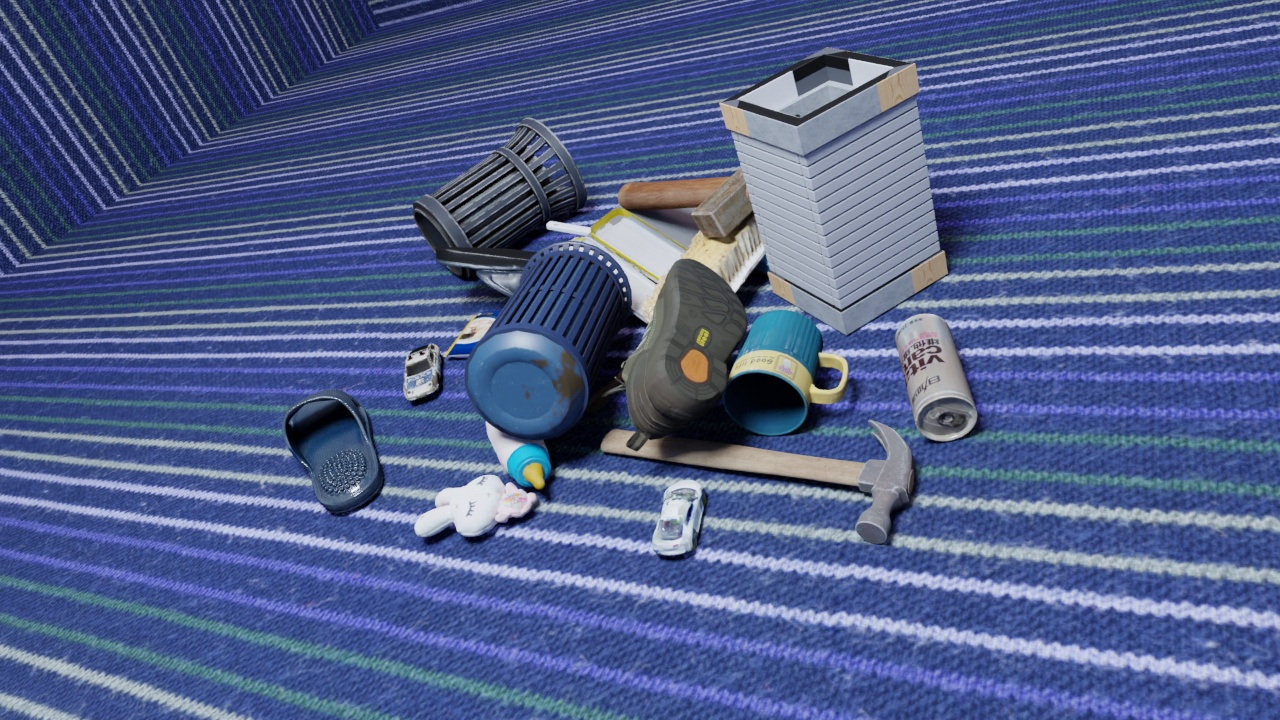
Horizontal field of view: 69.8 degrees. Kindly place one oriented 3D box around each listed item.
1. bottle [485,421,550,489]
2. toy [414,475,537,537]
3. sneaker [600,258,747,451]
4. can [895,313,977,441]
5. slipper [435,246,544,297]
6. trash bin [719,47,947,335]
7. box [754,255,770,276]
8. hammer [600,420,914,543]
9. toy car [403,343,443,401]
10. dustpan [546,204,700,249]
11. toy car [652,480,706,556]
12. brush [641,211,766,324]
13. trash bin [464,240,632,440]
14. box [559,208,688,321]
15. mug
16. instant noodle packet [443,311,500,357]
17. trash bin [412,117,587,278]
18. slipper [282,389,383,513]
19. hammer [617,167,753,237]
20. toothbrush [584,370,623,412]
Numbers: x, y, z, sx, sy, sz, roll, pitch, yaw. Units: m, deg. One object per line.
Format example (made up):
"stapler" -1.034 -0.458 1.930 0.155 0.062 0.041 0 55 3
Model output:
"bottle" -0.126 0.096 0.974 0.051 0.051 0.146 -28 33 -9
"toy" -0.167 0.148 0.936 0.126 0.037 0.075 -8 32 21
"sneaker" 0.033 0.005 0.942 0.143 0.101 0.237 -53 12 36
"can" 0.274 0.012 0.859 0.054 0.054 0.135 -12 34 15
"slipper" -0.155 -0.106 1.266 0.266 0.083 0.108 7 12 9
"trash bin" 0.213 -0.184 0.997 0.142 0.247 0.142 -30 34 -13
"box" 0.227 -0.189 1.199 0.231 0.033 0.174 -31 32 -12
"hammer" 0.098 0.096 0.874 0.332 0.031 0.119 2 42 38
"toy car" -0.286 0.012 1.197 0.048 0.040 0.112 -22 34 2
"dustpan" -0.022 -0.185 1.309 0.258 0.033 0.162 13 39 22
"toy car" 0.035 0.141 0.838 0.039 0.027 0.089 -10 35 21
"brush" 0.095 -0.121 1.104 0.083 0.057 0.270 6 46 43
"trash bin" -0.098 -0.024 1.010 0.139 0.139 0.248 -12 24 15
"box" -0.005 -0.121 1.180 0.129 0.034 0.209 -35 54 -26
"mug" 0.150 0.012 0.913 0.114 0.083 0.107 6 38 20
"instant noodle packet" -0.189 -0.034 1.221 0.134 0.026 0.086 0 42 30
"trash bin" -0.224 -0.245 1.426 0.227 0.164 0.164 -38 36 -17
"slipper" -0.379 0.086 1.110 0.101 0.082 0.263 -30 34 -15
"hammer" 0.063 -0.223 1.203 0.157 0.037 0.301 -44 27 -20
"toothbrush" -0.006 0.006 1.066 0.016 0.016 0.166 15 48 43
